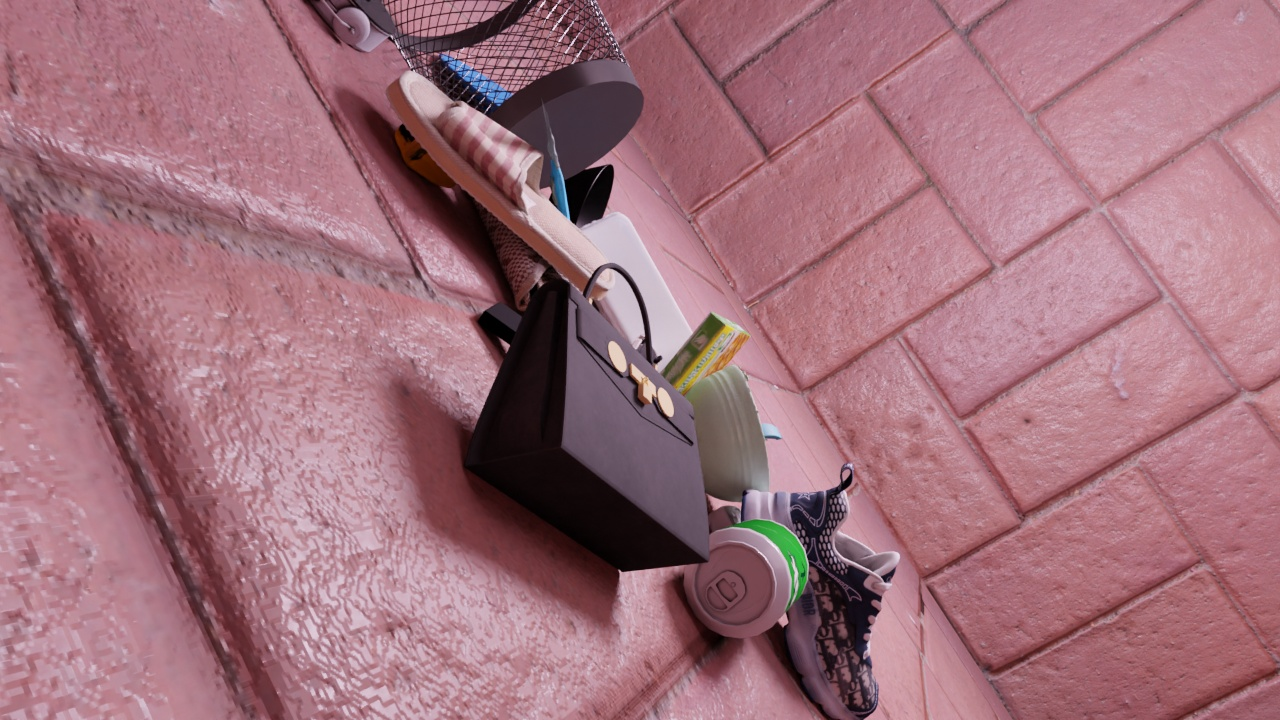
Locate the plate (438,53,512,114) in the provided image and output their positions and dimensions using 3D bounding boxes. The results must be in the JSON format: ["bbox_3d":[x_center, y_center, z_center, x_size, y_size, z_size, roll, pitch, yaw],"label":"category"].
[{"bbox_3d":[-0.162,-0.311,1.163,0.224,0.024,0.224,34,14,-10],"label":"plate"}]

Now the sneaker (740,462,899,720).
[{"bbox_3d":[0.202,0.235,0.915,0.103,0.132,0.269,-61,129,-74],"label":"sneaker"}]

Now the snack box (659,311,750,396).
[{"bbox_3d":[0.061,0.010,1.025,0.027,0.132,0.168,41,9,14],"label":"snack box"}]

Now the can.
[{"bbox_3d":[0.094,0.184,0.791,0.087,0.088,0.139,59,12,14],"label":"can"}]

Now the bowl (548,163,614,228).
[{"bbox_3d":[-0.082,-0.194,1.138,0.052,0.124,0.124,24,10,7],"label":"bowl"}]

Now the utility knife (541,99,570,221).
[{"bbox_3d":[-0.079,-0.163,0.890,0.221,0.015,0.031,87,-21,-54],"label":"utility knife"}]

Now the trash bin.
[{"bbox_3d":[-0.132,-0.321,0.955,0.227,0.218,0.217,61,13,10],"label":"trash bin"}]

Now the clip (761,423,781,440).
[{"bbox_3d":[0.120,0.118,1.184,0.120,0.122,0.033,98,-24,-48],"label":"clip"}]

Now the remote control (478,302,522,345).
[{"bbox_3d":[-0.059,0.005,0.720,0.150,0.013,0.034,35,19,1],"label":"remote control"}]

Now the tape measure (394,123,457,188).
[{"bbox_3d":[-0.188,-0.187,0.814,0.059,0.030,0.068,64,13,24],"label":"tape measure"}]

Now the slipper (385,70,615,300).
[{"bbox_3d":[-0.109,-0.157,0.812,0.263,0.052,0.115,44,19,-23],"label":"slipper"}]

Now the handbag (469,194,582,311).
[{"bbox_3d":[-0.101,-0.100,0.885,0.124,0.047,0.185,41,19,-55],"label":"handbag"}]

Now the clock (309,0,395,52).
[{"bbox_3d":[-0.273,-0.330,0.845,0.094,0.035,0.122,52,13,-20],"label":"clock"}]

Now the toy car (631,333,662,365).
[{"bbox_3d":[-0.006,0.006,0.992,0.039,0.039,0.113,56,16,-8],"label":"toy car"}]

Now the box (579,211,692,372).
[{"bbox_3d":[-0.020,-0.061,1.108,0.210,0.104,0.129,59,-32,4],"label":"box"}]

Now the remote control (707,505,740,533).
[{"bbox_3d":[0.106,0.186,0.981,0.114,0.028,0.060,37,22,-58],"label":"remote control"}]

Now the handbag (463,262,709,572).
[{"bbox_3d":[-0.019,0.019,0.635,0.176,0.072,0.195,45,42,-43],"label":"handbag"}]

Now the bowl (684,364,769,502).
[{"bbox_3d":[0.081,0.085,0.981,0.151,0.077,0.151,167,-89,-83],"label":"bowl"}]
